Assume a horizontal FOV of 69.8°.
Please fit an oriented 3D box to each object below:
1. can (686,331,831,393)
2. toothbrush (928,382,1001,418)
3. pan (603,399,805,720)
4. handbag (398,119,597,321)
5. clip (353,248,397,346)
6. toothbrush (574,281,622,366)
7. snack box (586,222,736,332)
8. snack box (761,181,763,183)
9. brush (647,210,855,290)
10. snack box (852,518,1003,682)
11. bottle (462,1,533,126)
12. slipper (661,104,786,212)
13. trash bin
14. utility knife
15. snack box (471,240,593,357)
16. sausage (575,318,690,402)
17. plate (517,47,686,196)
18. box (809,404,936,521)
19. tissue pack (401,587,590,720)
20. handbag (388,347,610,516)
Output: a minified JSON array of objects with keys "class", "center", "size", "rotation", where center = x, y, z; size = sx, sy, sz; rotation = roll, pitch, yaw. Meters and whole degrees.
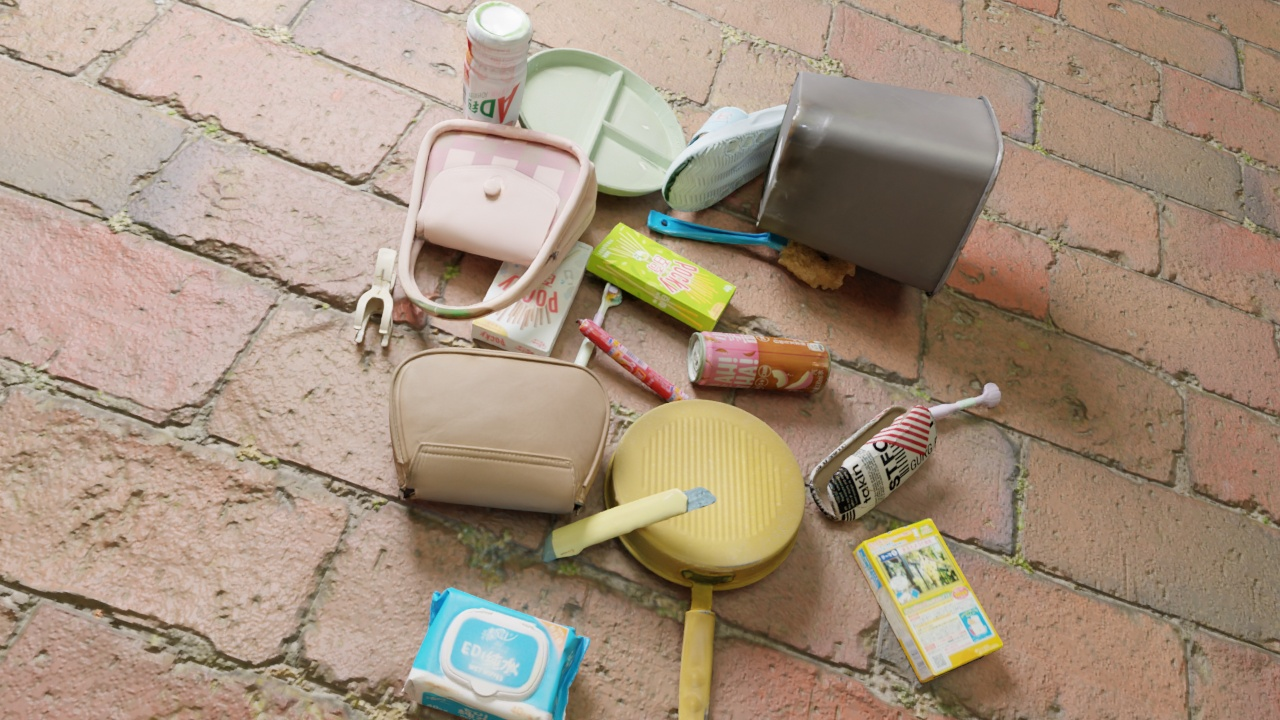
[{"class":"can","center":[0.127,0.002,0.988],"size":[0.147,0.058,0.057],"rotation":[4,58,-12]},{"class":"toothbrush","center":[0.325,0.059,1.028],"size":[0.189,0.021,0.029],"rotation":[-13,95,-20]},{"class":"pan","center":[0.057,0.197,0.857],"size":[0.197,0.078,0.356],"rotation":[8,51,-5]},{"class":"handbag","center":[-0.165,-0.138,0.970],"size":[0.193,0.093,0.233],"rotation":[14,63,12]},{"class":"clip","center":[-0.264,-0.068,0.929],"size":[0.034,0.077,0.103],"rotation":[10,68,-8]},{"class":"toothbrush","center":[-0.058,-0.006,0.969],"size":[0.029,0.020,0.189],"rotation":[48,49,-35]},{"class":"snack box","center":[0.025,-0.092,1.026],"size":[0.156,0.026,0.085],"rotation":[30,39,5]},{"class":"snack box","center":[0.237,-0.243,1.188],"size":[0.155,0.027,0.077],"rotation":[-34,72,-29]},{"class":"brush","center":[0.133,-0.141,1.095],"size":[0.254,0.046,0.083],"rotation":[11,60,-3]},{"class":"snack box","center":[0.280,0.233,0.900],"size":[0.086,0.034,0.140],"rotation":[-14,65,-22]},{"class":"bottle","center":[-0.163,-0.296,1.014],"size":[0.068,0.197,0.068],"rotation":[7,57,-10]},{"class":"slipper","center":[0.108,-0.263,1.119],"size":[0.074,0.104,0.244],"rotation":[42,48,17]},{"class":"trash bin","center":[0.260,-0.210,1.041],"size":[0.220,0.199,0.198],"rotation":[14,38,1]},{"class":"utility knife","center":[-0.014,0.145,0.827],"size":[0.177,0.019,0.031],"rotation":[-23,69,22]},{"class":"snack box","center":[-0.115,-0.076,0.994],"size":[0.084,0.027,0.156],"rotation":[21,55,-1]},{"class":"sausage","center":[-0.006,0.006,0.962],"size":[0.156,0.020,0.020],"rotation":[38,57,-2]},{"class":"plate","center":[-0.049,-0.288,1.116],"size":[0.230,0.028,0.229],"rotation":[16,51,-21]},{"class":"box","center":[0.241,0.107,0.963],"size":[0.163,0.076,0.075],"rotation":[-36,109,-27]},{"class":"tissue pack","center":[-0.120,0.252,0.764],"size":[0.140,0.063,0.089],"rotation":[20,56,-2]},{"class":"handbag","center":[-0.134,0.068,0.859],"size":[0.204,0.100,0.147],"rotation":[8,68,-10]}]
